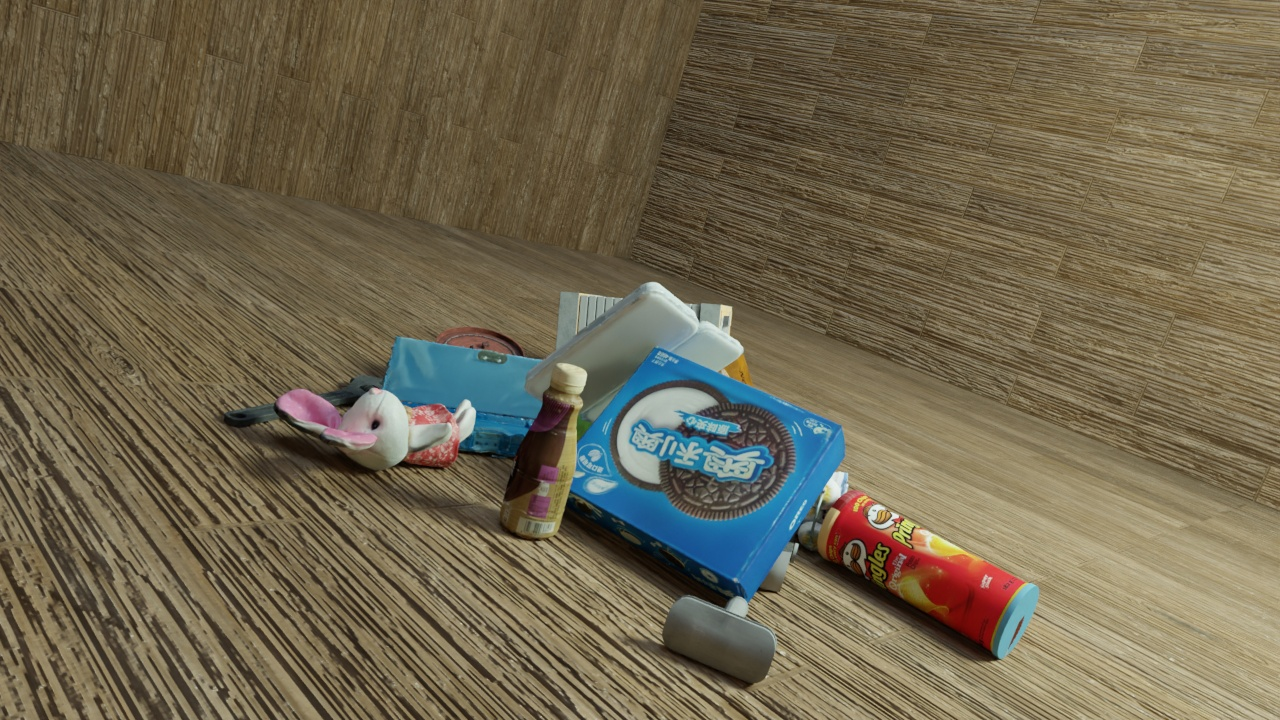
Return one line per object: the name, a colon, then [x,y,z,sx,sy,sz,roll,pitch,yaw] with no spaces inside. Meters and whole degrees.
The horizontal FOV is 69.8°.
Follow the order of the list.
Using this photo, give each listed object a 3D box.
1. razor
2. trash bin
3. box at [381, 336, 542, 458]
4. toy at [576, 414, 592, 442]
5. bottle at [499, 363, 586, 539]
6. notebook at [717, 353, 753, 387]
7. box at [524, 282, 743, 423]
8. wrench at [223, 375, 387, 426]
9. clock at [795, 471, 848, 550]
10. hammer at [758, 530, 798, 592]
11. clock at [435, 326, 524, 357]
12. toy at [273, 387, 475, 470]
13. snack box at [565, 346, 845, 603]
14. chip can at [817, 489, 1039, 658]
razor: [0.074,0.222,0.775,0.088,0.047,0.116,19,4,14]
trash bin: [0.008,-0.024,1.436,0.247,0.142,0.142,6,3,12]
box: [-0.181,0.045,1.075,0.231,0.112,0.094,11,12,-27]
toy: [-0.003,0.054,1.211,0.196,0.150,0.107,3,-26,-11]
bottle: [-0.087,0.085,0.872,0.059,0.166,0.059,16,12,-3]
notebook: [0.131,0.077,1.301,0.014,0.178,0.248,-19,-6,22]
box: [-0.006,0.009,1.062,0.191,0.210,0.045,33,31,-44]
wrench: [-0.366,0.046,1.053,0.073,0.018,0.272,20,13,19]
clock: [0.211,0.173,1.075,0.052,0.089,0.125,14,8,13]
hammer: [0.012,0.159,0.996,0.322,0.043,0.155,16,11,11]
clock: [-0.233,0.010,1.221,0.157,0.072,0.120,15,26,-1]
toy: [-0.254,0.069,0.932,0.194,0.084,0.159,5,10,-41]
snack box: [0.056,0.108,0.933,0.239,0.195,0.056,24,-28,31]
chip can: [0.299,0.221,0.973,0.213,0.087,0.086,27,15,39]
